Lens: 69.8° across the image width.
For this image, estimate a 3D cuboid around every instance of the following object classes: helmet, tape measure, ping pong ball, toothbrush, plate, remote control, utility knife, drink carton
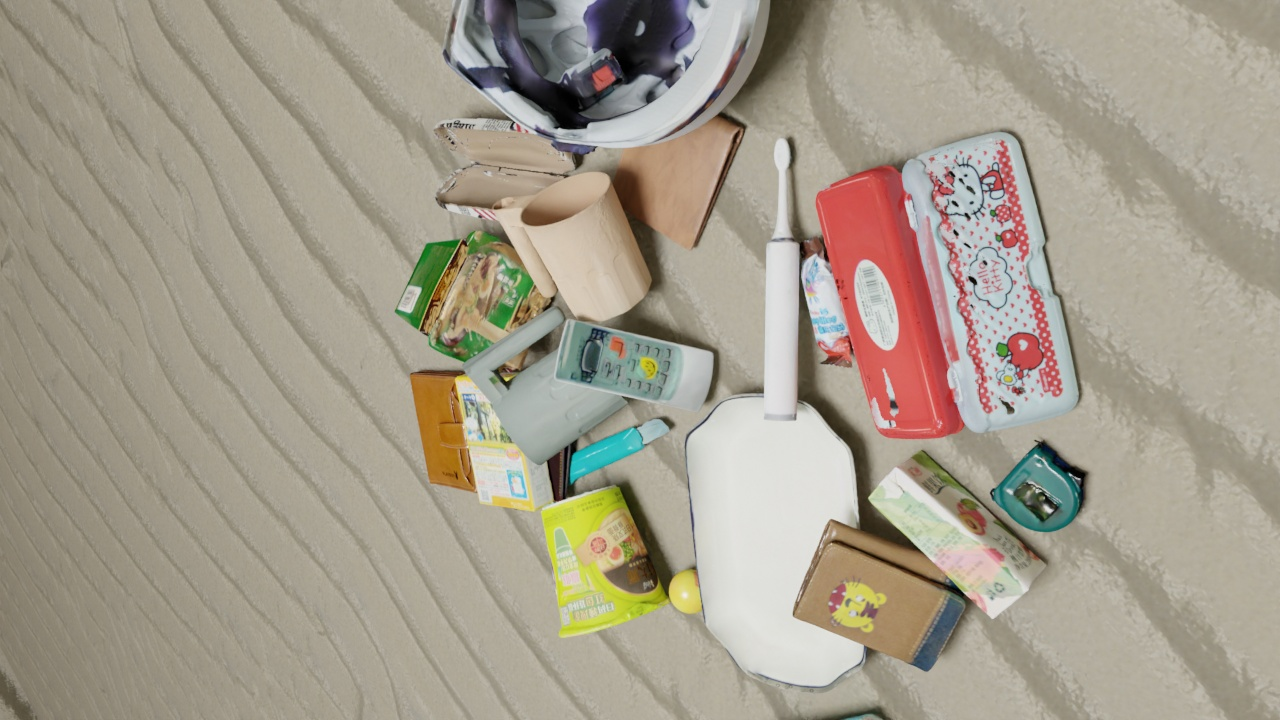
[{"bbox_3d":[-0.009,-0.268,0.699,0.259,0.145,0.229,23,105,22],"label":"helmet"},{"bbox_3d":[0.284,0.094,0.652,0.054,0.025,0.058,43,125,22],"label":"tape measure"},{"bbox_3d":[0.047,0.216,0.856,0.040,0.040,0.040,11,108,35],"label":"ping pong ball"},{"bbox_3d":[0.111,-0.063,0.720,0.027,0.026,0.221,1,93,22],"label":"toothbrush"},{"bbox_3d":[0.120,0.154,0.788,0.162,0.034,0.266,0,102,37],"label":"plate"},{"bbox_3d":[-0.005,0.005,0.797,0.135,0.019,0.056,13,93,-7],"label":"remote control"},{"bbox_3d":[-0.035,0.093,0.902,0.186,0.013,0.029,-28,81,42],"label":"utility knife"},{"bbox_3d":[0.233,0.128,0.682,0.122,0.053,0.046,44,125,21],"label":"drink carton"}]

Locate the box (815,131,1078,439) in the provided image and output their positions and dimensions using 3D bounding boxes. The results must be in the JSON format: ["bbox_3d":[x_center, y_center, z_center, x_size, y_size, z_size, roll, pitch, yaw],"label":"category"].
[{"bbox_3d":[0.211,-0.045,0.650,0.158,0.069,0.201,-13,95,35],"label":"box"}]

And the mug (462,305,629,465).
[{"bbox_3d":[-0.084,0.021,0.838,0.103,0.083,0.124,-33,119,4],"label":"mug"}]

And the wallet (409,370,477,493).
[{"bbox_3d":[-0.209,0.077,1.016,0.119,0.035,0.131,2,103,51],"label":"wallet"}]

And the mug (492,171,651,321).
[{"bbox_3d":[-0.061,-0.098,0.805,0.125,0.084,0.103,2,133,36],"label":"mug"}]

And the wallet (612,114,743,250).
[{"bbox_3d":[0.026,-0.167,0.783,0.101,0.020,0.115,37,124,25],"label":"wallet"}]

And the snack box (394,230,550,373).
[{"bbox_3d":[-0.171,-0.058,0.891,0.106,0.117,0.118,16,80,42],"label":"snack box"}]

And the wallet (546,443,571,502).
[{"bbox_3d":[-0.120,0.089,0.956,0.122,0.020,0.096,20,116,38],"label":"wallet"}]

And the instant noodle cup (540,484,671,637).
[{"bbox_3d":[-0.042,0.188,0.881,0.112,0.111,0.123,-24,80,39],"label":"instant noodle cup"}]

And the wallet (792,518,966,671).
[{"bbox_3d":[0.187,0.182,0.714,0.115,0.033,0.090,21,103,6],"label":"wallet"}]

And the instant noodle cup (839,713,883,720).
[{"bbox_3d":[0.159,0.353,0.775,0.121,0.111,0.111,-36,80,30],"label":"instant noodle cup"}]

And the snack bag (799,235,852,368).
[{"bbox_3d":[0.145,-0.045,0.716,0.045,0.026,0.105,-165,60,-82],"label":"snack bag"}]

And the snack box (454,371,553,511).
[{"bbox_3d":[-0.139,0.081,0.937,0.087,0.033,0.140,-1,105,41],"label":"snack box"}]

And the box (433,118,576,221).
[{"bbox_3d":[-0.136,-0.184,0.865,0.162,0.075,0.086,14,141,36],"label":"box"}]
